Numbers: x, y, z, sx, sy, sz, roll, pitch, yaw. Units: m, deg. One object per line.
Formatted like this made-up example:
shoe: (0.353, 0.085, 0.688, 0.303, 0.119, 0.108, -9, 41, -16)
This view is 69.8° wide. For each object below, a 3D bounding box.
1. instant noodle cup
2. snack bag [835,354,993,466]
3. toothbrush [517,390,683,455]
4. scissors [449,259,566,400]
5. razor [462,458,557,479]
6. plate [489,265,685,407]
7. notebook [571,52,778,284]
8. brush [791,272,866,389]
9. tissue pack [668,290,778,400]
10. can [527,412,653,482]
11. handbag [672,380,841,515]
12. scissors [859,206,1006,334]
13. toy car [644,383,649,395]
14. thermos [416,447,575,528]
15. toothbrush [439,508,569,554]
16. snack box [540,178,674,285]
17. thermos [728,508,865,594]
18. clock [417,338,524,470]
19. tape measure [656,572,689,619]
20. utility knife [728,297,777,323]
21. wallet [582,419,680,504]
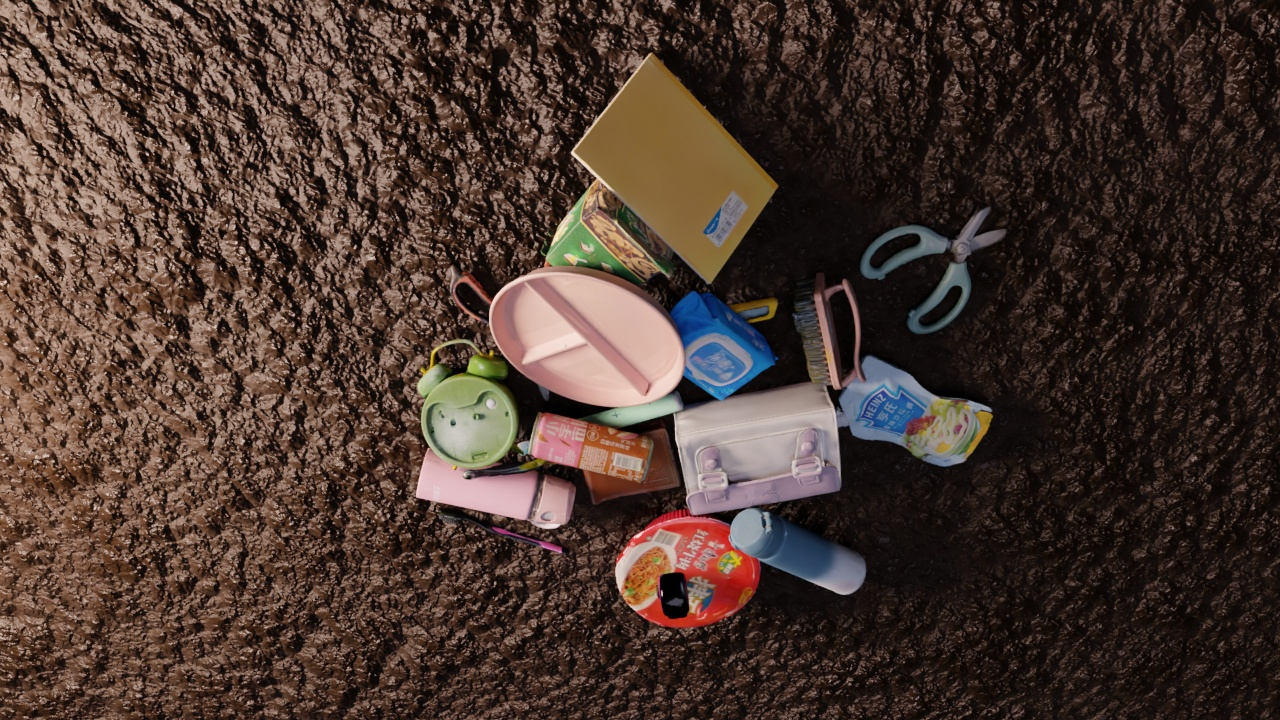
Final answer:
instant noodle cup: (0.063, 0.272, 1.251, 0.194, 0.065, 0.194, -1, 120, -2)
snack bag: (0.340, 0.069, 1.163, 0.191, 0.038, 0.111, 20, 127, -11)
toothbrush: (-0.054, 0.080, 1.162, 0.225, 0.027, 0.026, -17, 159, 13)
scissors: (-0.132, -0.048, 1.099, 0.189, 0.015, 0.223, 3, 118, -3)
razor: (-0.153, 0.132, 1.157, 0.142, 0.043, 0.022, -12, 79, -17)
plate: (-0.059, -0.026, 1.041, 0.229, 0.028, 0.230, 11, 143, 9)
notebook: (0.042, -0.202, 0.976, 0.206, 0.010, 0.145, 41, 75, -21)
brush: (0.227, -0.028, 1.089, 0.073, 0.063, 0.146, -9, 119, 18)
tissue pack: (0.084, -0.015, 1.084, 0.095, 0.052, 0.157, -37, 126, 26)
can: (-0.061, 0.106, 1.127, 0.147, 0.057, 0.058, 14, 117, -2)
handbag: (0.148, 0.118, 1.155, 0.197, 0.098, 0.145, -10, 124, 5)
scissors: (0.351, -0.099, 1.081, 0.173, 0.019, 0.179, -16, 117, 6)
toy car: (-0.007, 0.007, 1.122, 0.049, 0.031, 0.106, -8, 133, 4)
thermos: (-0.187, 0.172, 1.193, 0.198, 0.067, 0.087, 14, 132, -10)
toothbrush: (-0.186, 0.237, 1.256, 0.189, 0.014, 0.018, 21, 126, -12)
snack box: (-0.034, -0.131, 1.011, 0.106, 0.118, 0.117, -35, 115, 30)
thermos: (0.207, 0.251, 1.209, 0.220, 0.070, 0.070, 28, 116, -35)
clock: (-0.208, 0.053, 1.119, 0.116, 0.056, 0.161, -13, 102, 4)
tape measure: (0.042, 0.306, 1.200, 0.039, 0.057, 0.058, -8, 126, 4)
utility knife: (0.090, -0.051, 1.102, 0.154, 0.015, 0.033, -11, 121, 5)
wallet: (-0.015, 0.134, 1.194, 0.124, 0.032, 0.101, -12, 121, 6)
